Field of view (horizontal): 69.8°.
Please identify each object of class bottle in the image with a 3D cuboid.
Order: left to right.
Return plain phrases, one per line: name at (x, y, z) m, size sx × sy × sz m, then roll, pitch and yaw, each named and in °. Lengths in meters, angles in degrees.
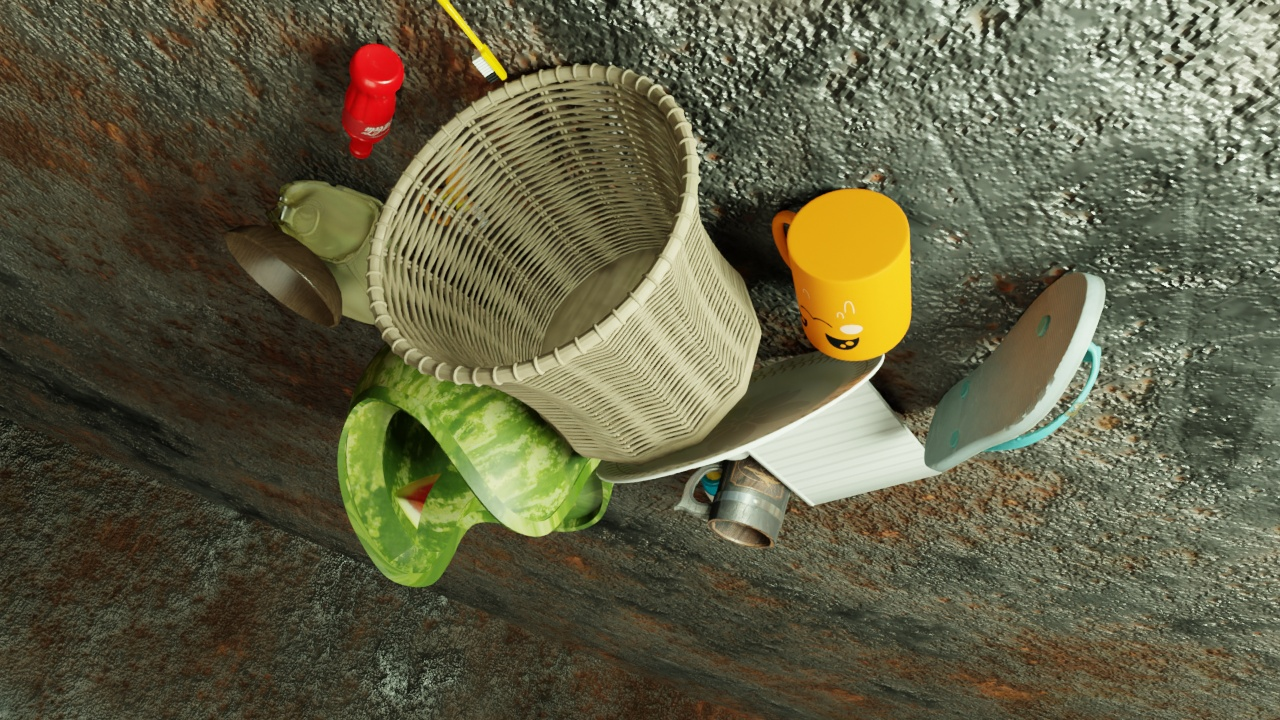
bottle at (-0.202, -0.187, 0.683) m, size 0.036 × 0.036 × 0.119 m, roll 27°, pitch 154°, yaw -13°
bottle at (0.104, 0.152, 1.090) m, size 0.051 × 0.051 × 0.146 m, roll 3°, pitch 149°, yaw 32°

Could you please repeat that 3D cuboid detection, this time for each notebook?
notebook at (0.184, 0.084, 0.877) m, size 0.143 × 0.009 × 0.209 m, roll -20°, pitch 142°, yaw 27°

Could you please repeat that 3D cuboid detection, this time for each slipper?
slipper at (0.279, 0.031, 0.680) m, size 0.055 × 0.098 × 0.269 m, roll 21°, pitch 155°, yaw 3°

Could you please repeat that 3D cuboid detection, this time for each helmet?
helmet at (-0.138, 0.064, 0.839) m, size 0.214 × 0.246 × 0.243 m, roll -31°, pitch 84°, yaw 34°

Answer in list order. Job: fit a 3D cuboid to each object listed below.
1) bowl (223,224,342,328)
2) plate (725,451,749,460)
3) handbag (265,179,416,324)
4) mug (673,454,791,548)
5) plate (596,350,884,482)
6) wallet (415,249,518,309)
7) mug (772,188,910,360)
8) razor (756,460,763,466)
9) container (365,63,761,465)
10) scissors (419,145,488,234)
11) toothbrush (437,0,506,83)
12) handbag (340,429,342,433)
bowl at (-0.301, -0.078, 0.792) m, size 0.118 × 0.030 × 0.118 m, roll 28°, pitch 155°, yaw 14°
plate at (0.066, 0.066, 0.932) m, size 0.104 × 0.026 × 0.104 m, roll 44°, pitch 163°, yaw 17°
handbag at (-0.280, -0.104, 0.858) m, size 0.111 × 0.081 × 0.119 m, roll 22°, pitch 157°, yaw 16°
mug at (0.105, 0.133, 0.990) m, size 0.116 × 0.107 × 0.080 m, roll 14°, pitch 153°, yaw 14°
plate at (0.079, 0.045, 0.728) m, size 0.243 × 0.241 × 0.016 m, roll -16°, pitch 101°, yaw 51°
wallet at (-0.170, -0.064, 0.906) m, size 0.099 × 0.031 × 0.120 m, roll 20°, pitch 160°, yaw -1°
mug at (0.134, -0.067, 0.640) m, size 0.112 × 0.077 × 0.096 m, roll 42°, pitch 168°, yaw 33°
razor at (0.150, 0.057, 0.887) m, size 0.067 × 0.053 × 0.152 m, roll 16°, pitch 149°, yaw -14°
container at (-0.036, -0.048, 0.633) m, size 0.227 × 0.226 × 0.196 m, roll 6°, pitch 157°, yaw 28°
scissors at (-0.150, -0.141, 0.760) m, size 0.064 × 0.013 × 0.128 m, roll 24°, pitch 155°, yaw -7°
toothbrush at (-0.138, -0.240, 0.542) m, size 0.031 × 0.031 × 0.196 m, roll -27°, pitch 137°, yaw 15°
handbag at (-0.211, 0.066, 1.053) m, size 0.204 × 0.125 × 0.223 m, roll 34°, pitch 155°, yaw -29°
